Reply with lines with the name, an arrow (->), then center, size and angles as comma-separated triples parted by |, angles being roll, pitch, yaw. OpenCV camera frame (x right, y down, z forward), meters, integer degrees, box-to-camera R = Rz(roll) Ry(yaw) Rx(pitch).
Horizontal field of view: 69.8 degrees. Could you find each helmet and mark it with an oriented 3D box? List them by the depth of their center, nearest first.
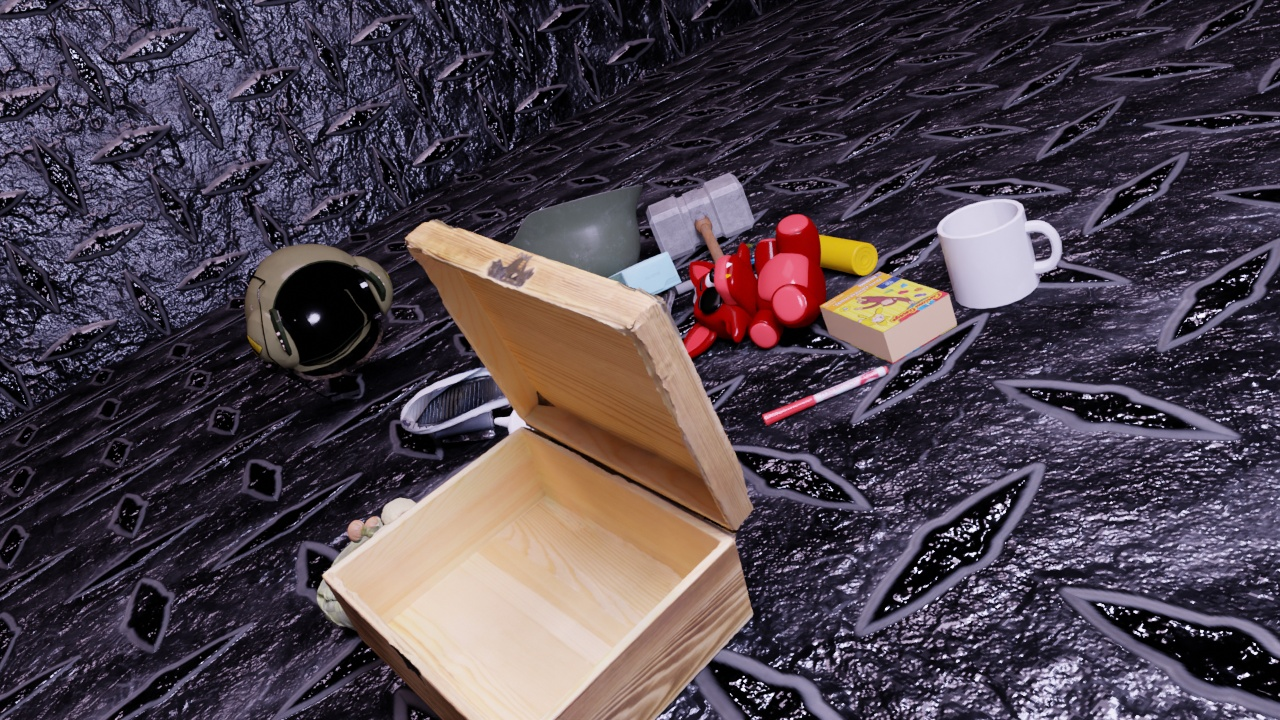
helmet -> -0.106, -0.176, 1.506 | 0.268, 0.154, 0.226 | -12, 8, 20
helmet -> -0.541, -0.072, 1.554 | 0.249, 0.256, 0.233 | -35, 30, -26

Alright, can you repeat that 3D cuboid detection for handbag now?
handbag -> -0.249, 0.200, 0.926 | 0.187, 0.117, 0.113 | -12, 28, 20

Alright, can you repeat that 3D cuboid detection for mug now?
mug -> 0.400, -0.120, 1.015 | 0.121, 0.090, 0.090 | -4, 31, 37

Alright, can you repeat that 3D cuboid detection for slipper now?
slipper -> -0.201, 0.053, 1.247 | 0.264, 0.063, 0.111 | -23, 35, 8

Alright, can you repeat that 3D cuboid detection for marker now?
marker -> 0.198, 0.037, 0.978 | 0.142, 0.013, 0.012 | -23, 24, 3
marker -> 0.017, -0.091, 1.399 | 0.140, 0.016, 0.016 | -22, 24, 5

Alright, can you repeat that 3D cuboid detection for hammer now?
hammer -> 0.108, -0.194, 1.443 | 0.163, 0.083, 0.317 | -22, 24, 6

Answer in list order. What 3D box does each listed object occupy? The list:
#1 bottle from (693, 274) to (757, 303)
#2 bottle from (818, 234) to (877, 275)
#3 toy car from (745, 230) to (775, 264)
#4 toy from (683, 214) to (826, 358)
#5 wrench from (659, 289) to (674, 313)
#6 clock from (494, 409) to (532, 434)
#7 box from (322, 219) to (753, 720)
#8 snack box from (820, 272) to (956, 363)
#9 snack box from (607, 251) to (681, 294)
bottle -> 0.138, -0.093, 1.257 | 0.136, 0.044, 0.044 | -5, 30, 36
bottle -> 0.260, -0.147, 1.256 | 0.043, 0.043, 0.144 | -32, 25, -17
toy car -> 0.198, -0.169, 1.371 | 0.105, 0.032, 0.048 | -28, 23, -22
toy -> 0.137, -0.087, 1.162 | 0.198, 0.120, 0.158 | -12, 60, 32
wrench -> 0.037, -0.022, 1.208 | 0.070, 0.010, 0.273 | -57, 18, 19
clock -> -0.086, 0.084, 1.089 | 0.125, 0.073, 0.161 | -35, 33, -22
box -> -0.091, 0.085, 0.707 | 0.285, 0.337, 0.279 | -36, 38, -30
snack box -> 0.280, -0.051, 1.046 | 0.088, 0.040, 0.126 | -29, 25, -11
snack box -> 0.002, -0.119, 1.366 | 0.075, 0.053, 0.175 | -24, 5, -8
